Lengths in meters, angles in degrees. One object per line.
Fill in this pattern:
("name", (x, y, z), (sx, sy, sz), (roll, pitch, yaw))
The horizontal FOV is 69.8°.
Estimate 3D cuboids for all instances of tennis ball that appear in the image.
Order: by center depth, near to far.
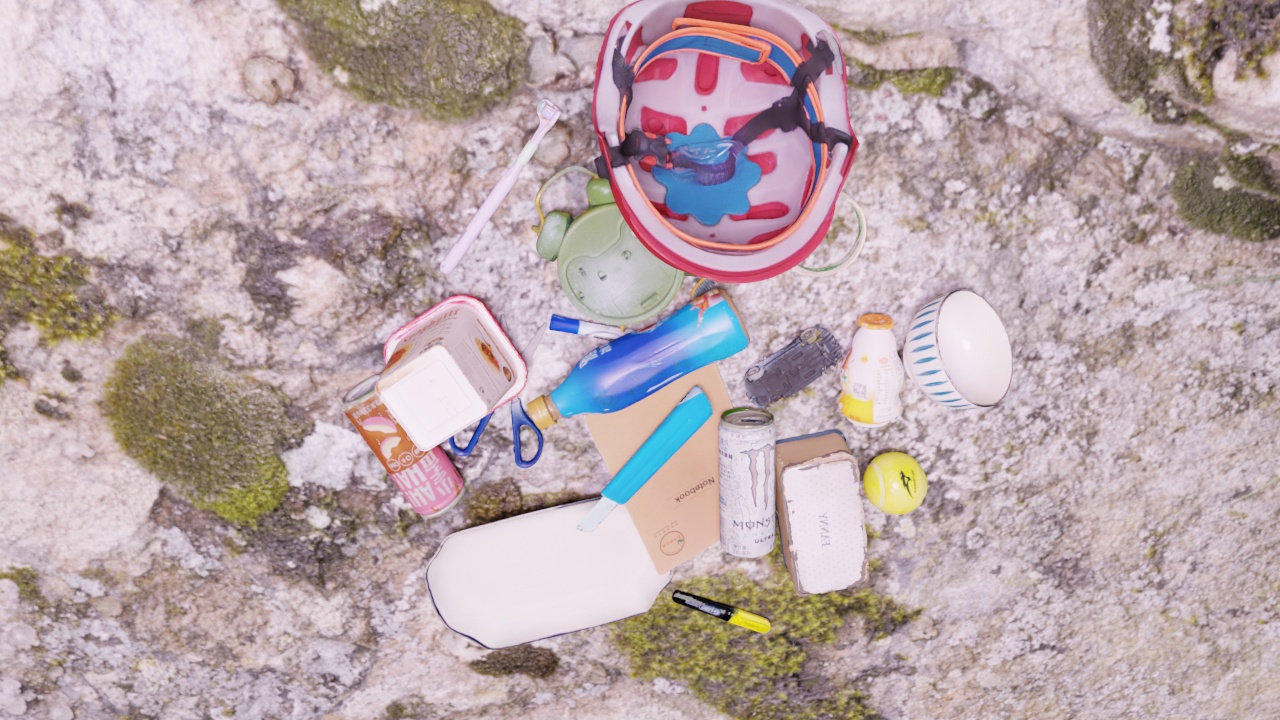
("tennis ball", (0.268, 0.129, 0.966), (0.065, 0.065, 0.065), (-1, 113, -3))

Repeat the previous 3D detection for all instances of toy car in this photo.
("toy car", (0.151, 0.007, 0.923), (0.106, 0.031, 0.049), (-34, 110, 9))

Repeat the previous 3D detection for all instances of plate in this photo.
("plate", (-0.098, 0.225, 0.999), (0.266, 0.034, 0.162), (-15, 113, 3))

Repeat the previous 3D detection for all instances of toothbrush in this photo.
("toothbrush", (-0.132, -0.154, 0.842), (0.021, 0.029, 0.189), (14, 119, -51))
("toothbrush", (0.111, -0.127, 0.870), (0.016, 0.018, 0.192), (36, 107, -19))

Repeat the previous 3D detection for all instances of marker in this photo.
("marker", (-0.017, -0.025, 0.907), (0.145, 0.017, 0.017), (10, 112, -8))
("marker", (0.093, 0.288, 1.050), (0.124, 0.015, 0.018), (21, 107, -11))

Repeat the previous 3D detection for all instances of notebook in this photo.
("notebook", (0.045, 0.108, 0.951), (0.147, 0.008, 0.208), (-28, 113, -10))

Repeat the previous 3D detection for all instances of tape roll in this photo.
("tape roll", (0.172, -0.123, 0.878), (0.086, 0.014, 0.086), (-1, 114, -3))

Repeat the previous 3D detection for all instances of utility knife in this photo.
("utility knife", (0.003, 0.104, 0.919), (0.034, 0.018, 0.187), (44, 88, -14))

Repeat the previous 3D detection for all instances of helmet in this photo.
("helmet", (0.062, -0.170, 0.762), (0.207, 0.144, 0.240), (-2, 85, -5))

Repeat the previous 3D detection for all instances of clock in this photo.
("clock", (-0.030, -0.108, 0.849), (0.116, 0.056, 0.161), (-37, 111, 11))

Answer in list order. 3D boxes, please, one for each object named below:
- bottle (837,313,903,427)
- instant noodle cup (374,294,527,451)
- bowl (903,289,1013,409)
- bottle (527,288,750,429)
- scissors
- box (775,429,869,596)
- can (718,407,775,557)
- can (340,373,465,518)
("bottle", (0.230, 0.009, 0.913), (0.063, 0.063, 0.108), (-3, 114, -3))
("instant noodle cup", (-0.179, 0.016, 0.848), (0.116, 0.124, 0.116), (-31, 104, 11))
("bowl", (0.302, -0.006, 0.898), (0.116, 0.116, 0.066), (43, 148, -19))
("bottle", (-0.005, 0.005, 0.873), (0.219, 0.065, 0.065), (-26, 112, 3))
("scissors", (-0.141, 0.039, 0.929), (0.161, 0.012, 0.163), (-23, 111, 6))
("box", (0.190, 0.159, 0.978), (0.090, 0.061, 0.184), (-9, 112, -1))
("can", (0.110, 0.126, 0.942), (0.058, 0.058, 0.147), (-3, 107, -3))
("can", (-0.235, 0.086, 0.917), (0.058, 0.057, 0.147), (-26, 113, 7))
